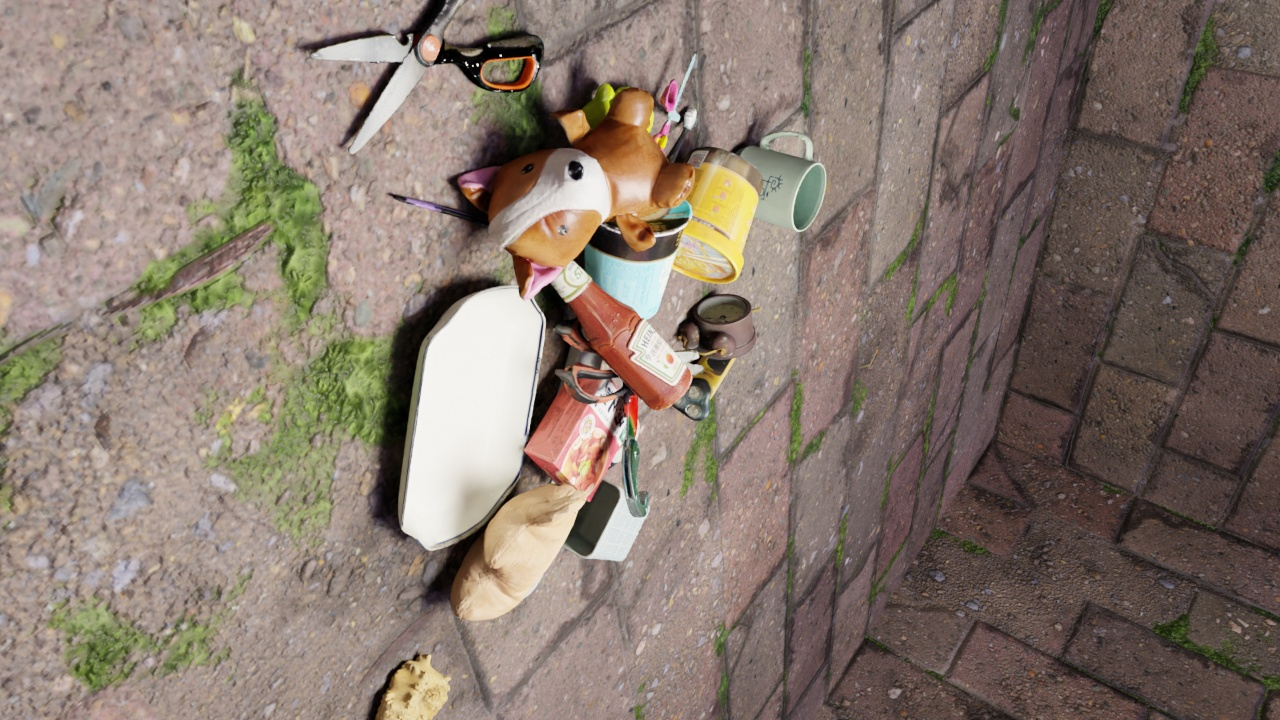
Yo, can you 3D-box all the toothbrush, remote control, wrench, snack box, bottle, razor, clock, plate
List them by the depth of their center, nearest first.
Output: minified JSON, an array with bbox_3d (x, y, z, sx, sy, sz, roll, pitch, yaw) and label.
[{"bbox_3d":[-0.145,-0.121,0.796,0.188,0.014,0.017,5,119,-58],"label":"toothbrush"},{"bbox_3d":[-0.165,0.052,0.865,0.161,0.034,0.266,-19,127,-53],"label":"plate"},{"bbox_3d":[-0.031,-0.037,0.903,0.206,0.060,0.059,48,65,-20],"label":"bottle"},{"bbox_3d":[0.032,-0.212,0.950,0.018,0.016,0.180,93,15,-46],"label":"toothbrush"},{"bbox_3d":[-0.057,0.083,0.989,0.113,0.044,0.127,-61,149,-19],"label":"snack box"},{"bbox_3d":[-0.008,0.032,0.993,0.056,0.016,0.273,37,49,-67],"label":"wrench"},{"bbox_3d":[-0.063,0.011,1.008,0.049,0.024,0.125,-4,114,-56],"label":"remote control"},{"bbox_3d":[0.100,-0.038,1.175,0.121,0.082,0.055,-41,137,-38],"label":"clock"},{"bbox_3d":[0.100,0.006,1.237,0.167,0.062,0.068,-52,178,-31],"label":"razor"}]

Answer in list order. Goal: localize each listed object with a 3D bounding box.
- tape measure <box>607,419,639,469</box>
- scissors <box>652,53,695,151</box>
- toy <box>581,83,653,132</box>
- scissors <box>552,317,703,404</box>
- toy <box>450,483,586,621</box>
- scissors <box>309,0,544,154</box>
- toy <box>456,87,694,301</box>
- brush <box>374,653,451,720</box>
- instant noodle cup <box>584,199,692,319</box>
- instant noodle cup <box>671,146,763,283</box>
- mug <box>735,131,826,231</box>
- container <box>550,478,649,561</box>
[{"bbox_3d":[-0.032,0.089,1.105,0.065,0.033,0.066,-35,140,-41],"label":"tape measure"},{"bbox_3d":[0.029,-0.250,0.935,0.134,0.017,0.133,-17,130,-82],"label":"scissors"},{"bbox_3d":[-0.021,-0.232,0.894,0.100,0.031,0.097,-41,146,-29],"label":"toy"},{"bbox_3d":[-0.009,-0.007,0.972,0.199,0.015,0.204,48,42,-17],"label":"scissors"},{"bbox_3d":[-0.113,0.177,0.934,0.227,0.082,0.143,-53,180,35],"label":"toy"},{"bbox_3d":[-0.144,-0.245,0.699,0.227,0.022,0.221,15,98,-60],"label":"scissors"},{"bbox_3d":[-0.051,-0.149,0.802,0.199,0.140,0.131,-29,176,-21],"label":"toy"},{"bbox_3d":[-0.274,0.423,0.938,0.254,0.046,0.083,-62,154,-18],"label":"brush"},{"bbox_3d":[-0.011,-0.107,0.938,0.111,0.111,0.121,-35,146,-41],"label":"instant noodle cup"},{"bbox_3d":[0.073,-0.163,1.016,0.114,0.119,0.118,-67,151,-13],"label":"instant noodle cup"},{"bbox_3d":[0.163,-0.225,1.114,0.082,0.106,0.112,-10,120,-54],"label":"mug"},{"bbox_3d":[-0.054,0.182,1.086,0.090,0.090,0.111,-63,154,-5],"label":"container"}]
